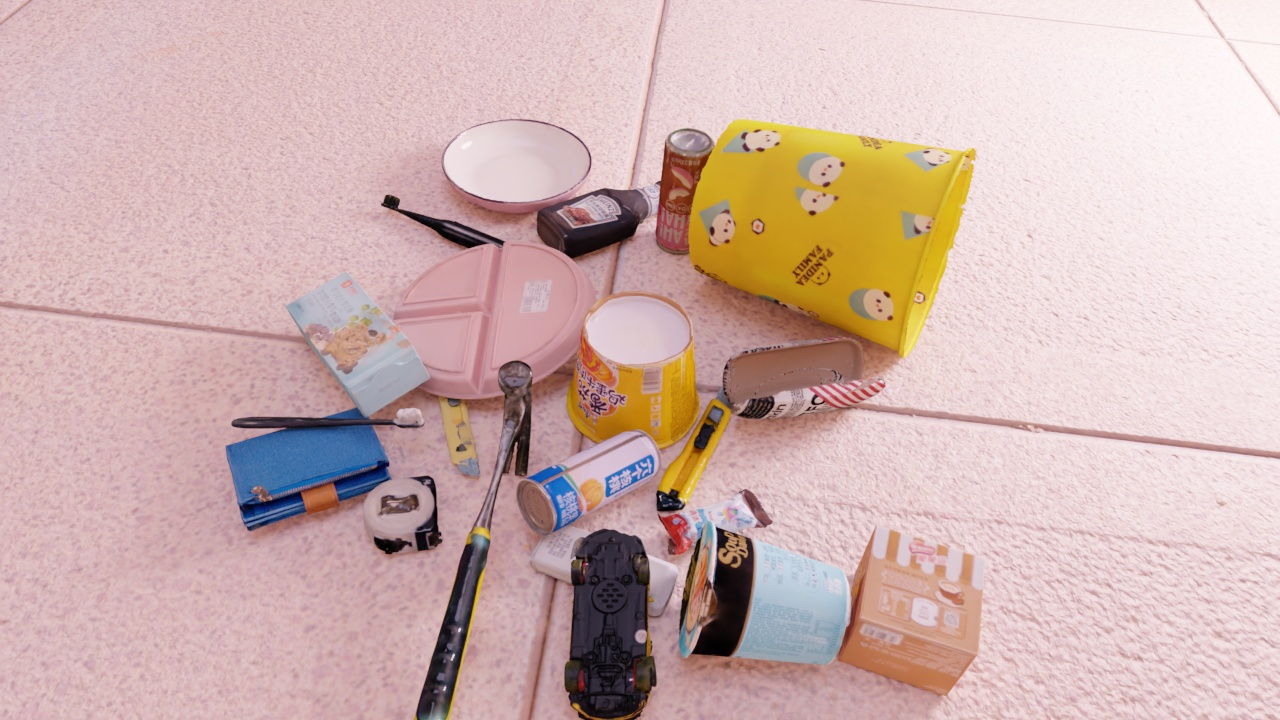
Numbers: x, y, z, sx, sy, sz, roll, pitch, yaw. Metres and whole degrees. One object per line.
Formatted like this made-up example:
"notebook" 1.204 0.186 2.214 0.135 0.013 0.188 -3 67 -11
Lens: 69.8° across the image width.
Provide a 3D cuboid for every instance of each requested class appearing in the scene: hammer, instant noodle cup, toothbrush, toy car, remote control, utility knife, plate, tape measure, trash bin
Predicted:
"hammer" -0.136 0.164 0.765 0.032 0.126 0.322 10 56 2
"instant noodle cup" -0.005 0.005 0.913 0.138 0.110 0.137 2 45 -2
"toothbrush" -0.226 -0.157 1.108 0.213 0.027 0.026 24 7 17
"instant noodle cup" 0.102 0.198 0.748 0.120 0.111 0.111 13 46 -3
"toy car" -0.023 0.213 0.747 0.071 0.041 0.155 -3 57 3
"remote control" -0.031 0.180 0.803 0.125 0.024 0.048 17 47 12
"utility knife" -0.184 0.054 0.921 0.031 0.018 0.167 -13 53 -9
"utility knife" 0.064 0.073 0.919 0.033 0.015 0.208 22 47 12
"plate" -0.161 -0.053 0.982 0.229 0.028 0.229 -6 46 6
"tape measure" -0.213 0.139 0.820 0.066 0.034 0.065 -7 46 -12
"plate" -0.160 -0.247 1.192 0.192 0.039 0.192 2 46 -3
"trash bin" 0.206 -0.150 1.014 0.255 0.230 0.228 20 47 21
"toothbrush" -0.295 0.056 0.864 0.181 0.018 0.015 -2 37 0

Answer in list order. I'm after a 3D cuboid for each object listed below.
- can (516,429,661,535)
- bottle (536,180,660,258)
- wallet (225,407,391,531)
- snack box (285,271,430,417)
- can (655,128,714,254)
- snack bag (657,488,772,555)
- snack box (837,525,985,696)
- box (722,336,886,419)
"can" -0.044 0.108 0.835 0.134 0.053 0.053 -22 51 -39
"bottle" -0.030 -0.184 1.140 0.194 0.044 0.080 -24 54 -27
"wallet" -0.307 0.097 0.849 0.133 0.040 0.106 -18 42 -22
"snack box" -0.288 -0.020 0.926 0.074 0.052 0.175 -35 47 -18
"can" 0.051 -0.199 1.088 0.058 0.148 0.057 3 46 -3
"snack bag" 0.066 0.148 0.840 0.105 0.026 0.045 -13 46 -20
"snack box" 0.225 0.207 0.762 0.093 0.077 0.094 16 48 10
"box" 0.164 0.015 0.944 0.162 0.076 0.088 -10 70 -16
